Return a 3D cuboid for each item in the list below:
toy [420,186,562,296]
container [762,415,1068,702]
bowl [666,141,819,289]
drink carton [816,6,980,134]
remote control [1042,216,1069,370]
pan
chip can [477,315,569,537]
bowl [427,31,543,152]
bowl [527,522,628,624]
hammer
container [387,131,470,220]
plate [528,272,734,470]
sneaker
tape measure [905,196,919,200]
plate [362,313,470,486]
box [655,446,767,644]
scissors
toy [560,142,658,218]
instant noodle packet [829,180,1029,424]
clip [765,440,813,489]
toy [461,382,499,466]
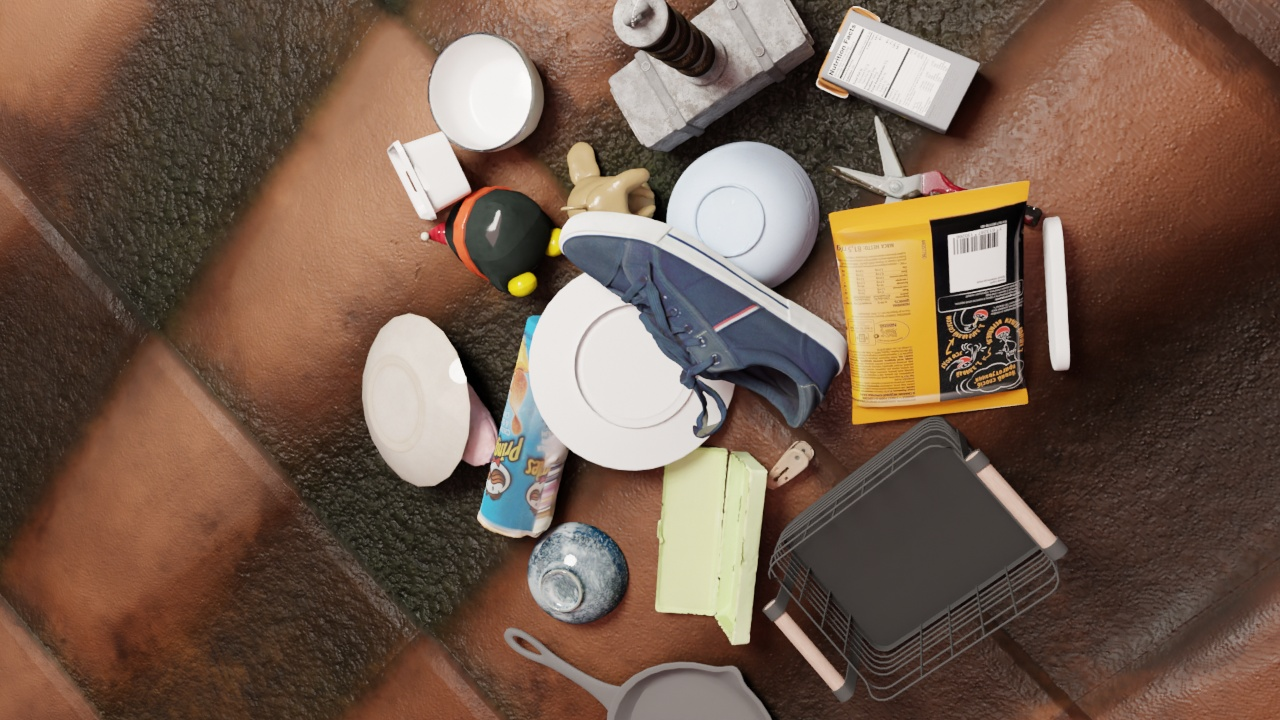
[{"bbox_3d":[-0.152,-0.129,0.939,0.119,0.097,0.100,14,149,38],"label":"toy"},{"bbox_3d":[0.247,0.182,0.847,0.242,0.130,0.163,-42,86,19],"label":"container"},{"bbox_3d":[0.090,-0.134,0.871,0.151,0.074,0.150,3,100,16],"label":"bowl"},{"bbox_3d":[0.229,-0.257,0.820,0.125,0.048,0.076,27,106,11],"label":"drink carton"},{"bbox_3d":[0.369,-0.059,0.815,0.013,0.043,0.136,-5,98,17],"label":"remote control"},{"bbox_3d":[0.004,0.388,1.013,0.354,0.024,0.217,28,106,10],"label":"pan"},{"bbox_3d":[-0.108,0.071,0.968,0.080,0.079,0.230,19,104,13],"label":"chip can"},{"bbox_3d":[-0.148,-0.267,0.925,0.116,0.065,0.116,3,100,17],"label":"bowl"},{"bbox_3d":[-0.077,0.238,0.994,0.114,0.060,0.114,3,100,18],"label":"bowl"},{"bbox_3d":[0.032,-0.252,0.735,0.177,0.325,0.079,-30,90,19],"label":"hammer"},{"bbox_3d":[-0.213,-0.189,0.930,0.049,0.129,0.081,-28,107,-12],"label":"container"},{"bbox_3d":[-0.006,0.005,0.908,0.208,0.015,0.208,0,91,-7],"label":"plate"},{"bbox_3d":[0.042,-0.025,0.848,0.294,0.121,0.127,30,65,-5],"label":"sneaker"},{"bbox_3d":[0.237,-0.109,0.832,0.063,0.038,0.067,-22,91,20],"label":"tape measure"},{"bbox_3d":[-0.254,0.045,0.994,0.189,0.027,0.189,6,99,40],"label":"plate"},{"bbox_3d":[0.078,0.184,0.945,0.131,0.064,0.188,10,102,36],"label":"box"},{"bbox_3d":[0.260,-0.125,0.852,0.199,0.015,0.179,15,103,15],"label":"scissors"},{"bbox_3d":[-0.030,-0.151,0.893,0.105,0.108,0.134,-7,98,-10],"label":"toy"},{"bbox_3d":[0.260,-0.042,0.818,0.160,0.032,0.221,-8,120,10],"label":"instant noodle packet"},{"bbox_3d":[0.147,0.108,0.914,0.024,0.041,0.061,42,103,8],"label":"clip"},{"bbox_3d":[-0.208,0.076,1.012,0.105,0.053,0.108,-35,84,29],"label":"toy"}]
